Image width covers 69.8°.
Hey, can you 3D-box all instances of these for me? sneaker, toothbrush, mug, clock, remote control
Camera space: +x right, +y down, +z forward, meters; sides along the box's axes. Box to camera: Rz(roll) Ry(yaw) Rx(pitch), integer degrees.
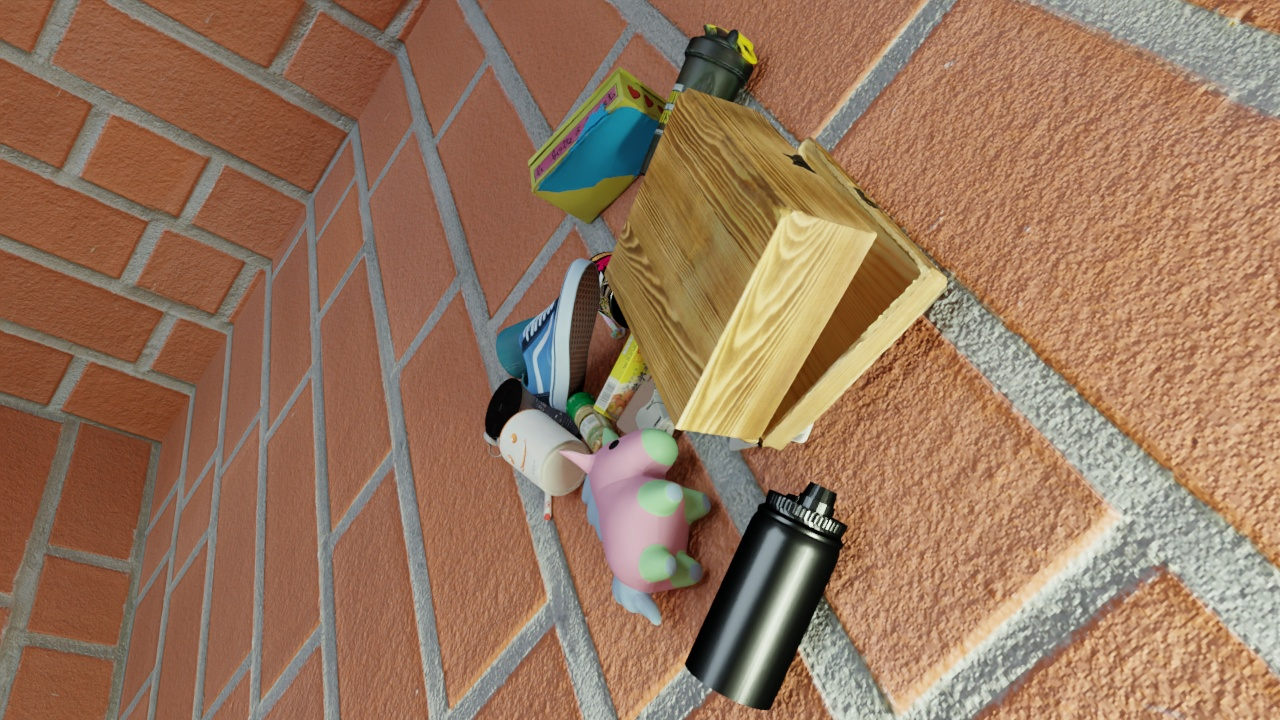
[{"bbox_3d":[-0.119,-0.036,1.203,0.083,0.098,0.242,-52,-19,-47],"label":"sneaker"},{"bbox_3d":[-0.055,-0.073,1.310,0.022,0.015,0.154,-26,38,-7],"label":"toothbrush"},{"bbox_3d":[-0.126,0.120,1.210,0.105,0.082,0.082,30,93,47],"label":"mug"},{"bbox_3d":[-0.144,-0.011,1.336,0.104,0.084,0.112,-21,65,34],"label":"mug"},{"bbox_3d":[-0.197,0.087,1.380,0.095,0.035,0.122,12,79,55],"label":"clock"},{"bbox_3d":[-0.115,0.079,1.293,0.136,0.015,0.032,35,98,53],"label":"remote control"},{"bbox_3d":[-0.011,-0.105,1.227,0.118,0.082,0.098,-38,33,-11],"label":"mug"}]

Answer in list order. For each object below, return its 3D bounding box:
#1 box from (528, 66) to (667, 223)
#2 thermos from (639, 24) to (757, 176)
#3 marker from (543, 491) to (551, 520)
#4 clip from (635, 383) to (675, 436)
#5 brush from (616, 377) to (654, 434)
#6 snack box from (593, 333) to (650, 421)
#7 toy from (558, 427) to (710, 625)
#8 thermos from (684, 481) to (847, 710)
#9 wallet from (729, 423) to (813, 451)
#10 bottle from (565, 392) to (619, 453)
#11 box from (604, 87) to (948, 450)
[{"bbox_3d":[-0.055,-0.318,1.377,0.222,0.124,0.079,-41,42,33],"label":"box"},{"bbox_3d":[0.077,-0.340,1.244,0.098,0.098,0.221,34,101,56],"label":"thermos"},{"bbox_3d":[-0.125,0.153,1.261,0.013,0.012,0.142,-33,45,38],"label":"marker"},{"bbox_3d":[0.054,0.035,1.068,0.126,0.101,0.152,-110,23,-50],"label":"clip"},{"bbox_3d":[0.019,0.034,1.146,0.135,0.015,0.050,-58,34,-1],"label":"brush"},{"bbox_3d":[-0.007,0.007,1.172,0.029,0.040,0.148,29,93,55],"label":"snack box"},{"bbox_3d":[-0.008,0.175,1.012,0.172,0.120,0.221,-12,64,44],"label":"toy"},{"bbox_3d":[0.121,0.203,0.832,0.086,0.086,0.198,23,87,56],"label":"thermos"},{"bbox_3d":[0.137,0.047,0.956,0.118,0.037,0.115,12,78,59],"label":"wallet"},{"bbox_3d":[-0.060,0.085,1.191,0.043,0.043,0.111,-56,36,12],"label":"bottle"},{"bbox_3d":[0.110,-0.081,0.908,0.252,0.191,0.279,-63,32,28],"label":"box"}]
